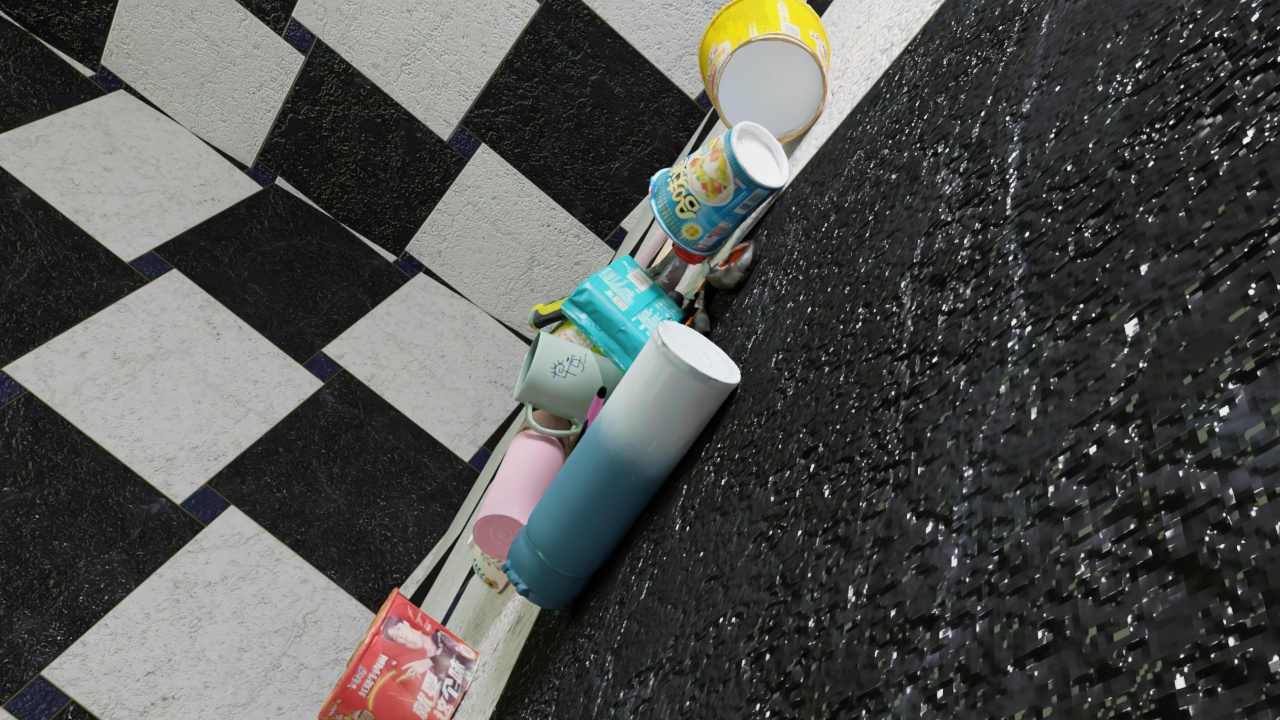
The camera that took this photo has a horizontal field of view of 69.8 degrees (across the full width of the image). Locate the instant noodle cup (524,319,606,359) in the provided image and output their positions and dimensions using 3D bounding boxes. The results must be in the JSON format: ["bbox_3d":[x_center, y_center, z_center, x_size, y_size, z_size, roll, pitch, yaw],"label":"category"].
[{"bbox_3d":[-0.091,-0.013,1.367,0.124,0.111,0.111,-46,11,21],"label":"instant noodle cup"}]

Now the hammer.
[{"bbox_3d":[-0.054,-0.091,1.267,0.324,0.032,0.125,-16,43,47],"label":"hammer"}]

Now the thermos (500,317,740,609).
[{"bbox_3d":[-0.019,0.077,0.619,0.221,0.070,0.070,-56,7,22],"label":"thermos"}]

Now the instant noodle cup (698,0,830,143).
[{"bbox_3d":[0.127,-0.285,0.915,0.138,0.138,0.109,-54,17,31],"label":"instant noodle cup"}]

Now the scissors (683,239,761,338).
[{"bbox_3d":[0.053,-0.056,0.852,0.189,0.021,0.230,-62,8,-21],"label":"scissors"}]

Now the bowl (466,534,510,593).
[{"bbox_3d":[-0.160,0.203,1.057,0.113,0.062,0.113,-57,6,8],"label":"bowl"}]

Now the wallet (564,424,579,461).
[{"bbox_3d":[-0.064,0.070,1.124,0.115,0.024,0.087,-59,2,-13],"label":"wallet"}]

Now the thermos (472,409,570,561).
[{"bbox_3d":[-0.127,0.136,1.010,0.198,0.067,0.087,-76,6,-58],"label":"thermos"}]

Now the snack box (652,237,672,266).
[{"bbox_3d":[0.050,-0.157,1.280,0.157,0.026,0.084,-60,8,-9],"label":"snack box"}]

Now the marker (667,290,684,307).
[{"bbox_3d":[0.015,-0.021,0.980,0.022,0.020,0.131,80,-150,-54],"label":"marker"}]

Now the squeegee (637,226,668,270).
[{"bbox_3d":[0.054,-0.170,1.123,0.249,0.040,0.247,-49,25,2],"label":"squeegee"}]

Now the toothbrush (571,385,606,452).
[{"bbox_3d":[-0.064,0.097,0.913,0.017,0.014,0.190,-53,-12,-57],"label":"toothbrush"}]

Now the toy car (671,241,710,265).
[{"bbox_3d":[0.075,-0.149,0.985,0.121,0.053,0.045,-54,9,48],"label":"toy car"}]

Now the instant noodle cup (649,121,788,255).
[{"bbox_3d":[0.078,-0.167,0.871,0.110,0.099,0.099,-31,25,46],"label":"instant noodle cup"}]

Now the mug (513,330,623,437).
[{"bbox_3d":[-0.083,0.036,1.032,0.082,0.106,0.111,-42,29,61],"label":"mug"}]

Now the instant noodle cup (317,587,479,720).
[{"bbox_3d":[-0.229,0.308,0.894,0.138,0.108,0.137,-57,7,10],"label":"instant noodle cup"}]

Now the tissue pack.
[{"bbox_3d":[-0.016,-0.044,0.893,0.050,0.093,0.133,-45,-1,28],"label":"tissue pack"}]
